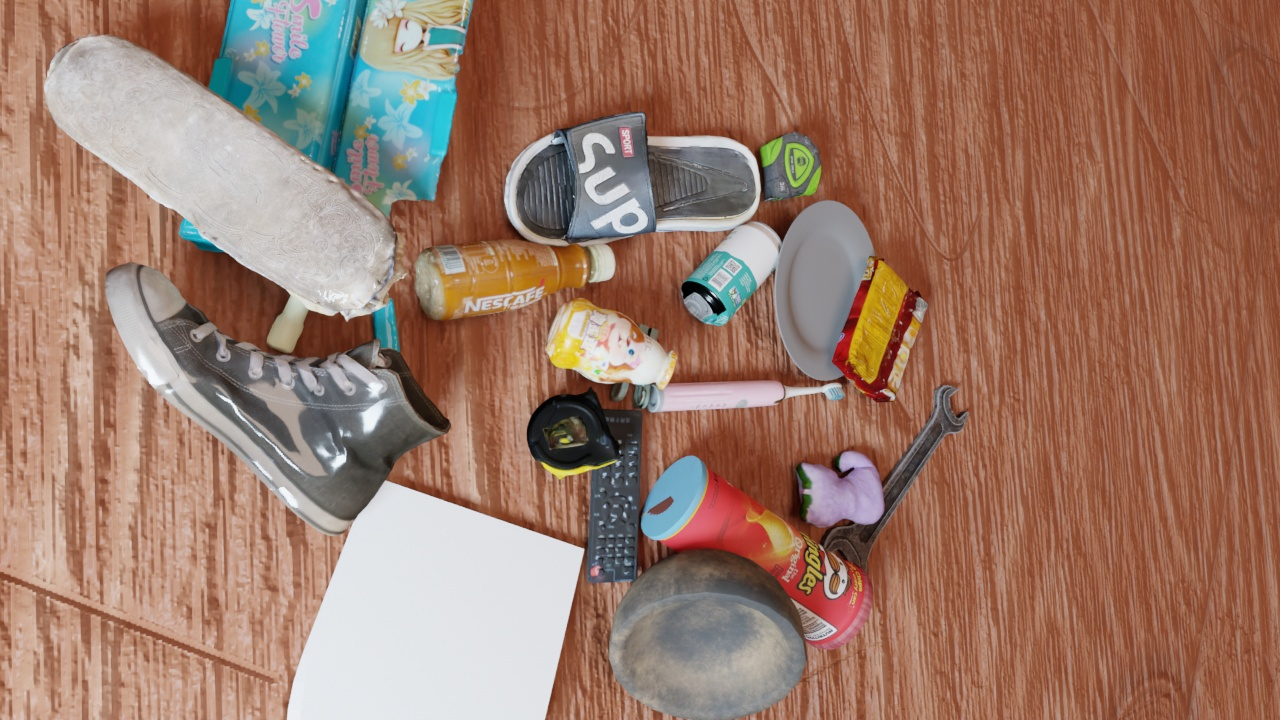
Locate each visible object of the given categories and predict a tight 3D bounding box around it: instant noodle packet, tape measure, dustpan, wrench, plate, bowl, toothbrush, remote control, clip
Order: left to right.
[{"bbox_3d":[-0.167,0.247,0.720,0.191,0.053,0.257,24,63,-24],"label":"dustpan"},{"bbox_3d":[-0.059,0.062,0.769,0.072,0.042,0.071,-22,90,-2],"label":"tape measure"},{"bbox_3d":[-0.024,0.118,0.806,0.047,0.022,0.150,5,85,-28],"label":"remote control"},{"bbox_3d":[-0.004,0.005,0.825,0.037,0.023,0.075,18,76,-25],"label":"clip"},{"bbox_3d":[0.056,0.225,0.774,0.162,0.163,0.070,38,28,-20],"label":"bowl"},{"bbox_3d":[0.107,0.032,0.878,0.222,0.027,0.026,-1,57,-28],"label":"toothbrush"},{"bbox_3d":[0.148,-0.193,0.916,0.058,0.036,0.065,-6,92,-19],"label":"tape measure"},{"bbox_3d":[0.185,-0.069,0.917,0.178,0.012,0.178,-4,96,-44],"label":"plate"},{"bbox_3d":[0.246,-0.031,0.941,0.098,0.040,0.135,35,71,-41],"label":"instant noodle packet"},{"bbox_3d":[0.271,0.131,0.966,0.070,0.010,0.272,49,66,-16],"label":"wrench"}]

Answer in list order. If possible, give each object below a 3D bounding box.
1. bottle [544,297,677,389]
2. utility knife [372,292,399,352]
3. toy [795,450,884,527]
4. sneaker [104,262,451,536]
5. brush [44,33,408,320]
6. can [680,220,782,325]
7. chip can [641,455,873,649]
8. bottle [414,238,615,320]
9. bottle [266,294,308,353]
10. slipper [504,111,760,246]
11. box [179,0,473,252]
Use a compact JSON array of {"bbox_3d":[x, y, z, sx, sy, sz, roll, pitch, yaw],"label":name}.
[{"bbox_3d":[-0.024,-0.010,0.782,0.109,0.063,0.063,21,76,-10],"label":"bottle"},{"bbox_3d":[-0.199,-0.015,0.727,0.022,0.015,0.141,-4,87,-8],"label":"utility knife"},{"bbox_3d":[0.197,0.127,0.913,0.099,0.037,0.080,6,66,-23],"label":"toy"},{"bbox_3d":[-0.247,0.004,0.637,0.120,0.095,0.235,-41,106,-1],"label":"sneaker"},{"bbox_3d":[-0.277,-0.123,0.615,0.271,0.057,0.083,34,83,3],"label":"brush"},{"bbox_3d":[0.087,-0.082,0.861,0.101,0.055,0.055,-47,107,-23],"label":"can"},{"bbox_3d":[0.108,0.176,0.833,0.213,0.087,0.087,36,70,-20],"label":"chip can"},{"bbox_3d":[-0.099,-0.073,0.760,0.166,0.059,0.059,-11,91,-29],"label":"bottle"},{"bbox_3d":[-0.237,-0.092,0.698,0.045,0.045,0.184,26,81,-24],"label":"bottle"},{"bbox_3d":[0.006,-0.162,0.824,0.263,0.063,0.111,-6,88,-31],"label":"slipper"},{"bbox_3d":[-0.224,-0.182,0.675,0.181,0.039,0.226,7,81,3],"label":"box"}]
